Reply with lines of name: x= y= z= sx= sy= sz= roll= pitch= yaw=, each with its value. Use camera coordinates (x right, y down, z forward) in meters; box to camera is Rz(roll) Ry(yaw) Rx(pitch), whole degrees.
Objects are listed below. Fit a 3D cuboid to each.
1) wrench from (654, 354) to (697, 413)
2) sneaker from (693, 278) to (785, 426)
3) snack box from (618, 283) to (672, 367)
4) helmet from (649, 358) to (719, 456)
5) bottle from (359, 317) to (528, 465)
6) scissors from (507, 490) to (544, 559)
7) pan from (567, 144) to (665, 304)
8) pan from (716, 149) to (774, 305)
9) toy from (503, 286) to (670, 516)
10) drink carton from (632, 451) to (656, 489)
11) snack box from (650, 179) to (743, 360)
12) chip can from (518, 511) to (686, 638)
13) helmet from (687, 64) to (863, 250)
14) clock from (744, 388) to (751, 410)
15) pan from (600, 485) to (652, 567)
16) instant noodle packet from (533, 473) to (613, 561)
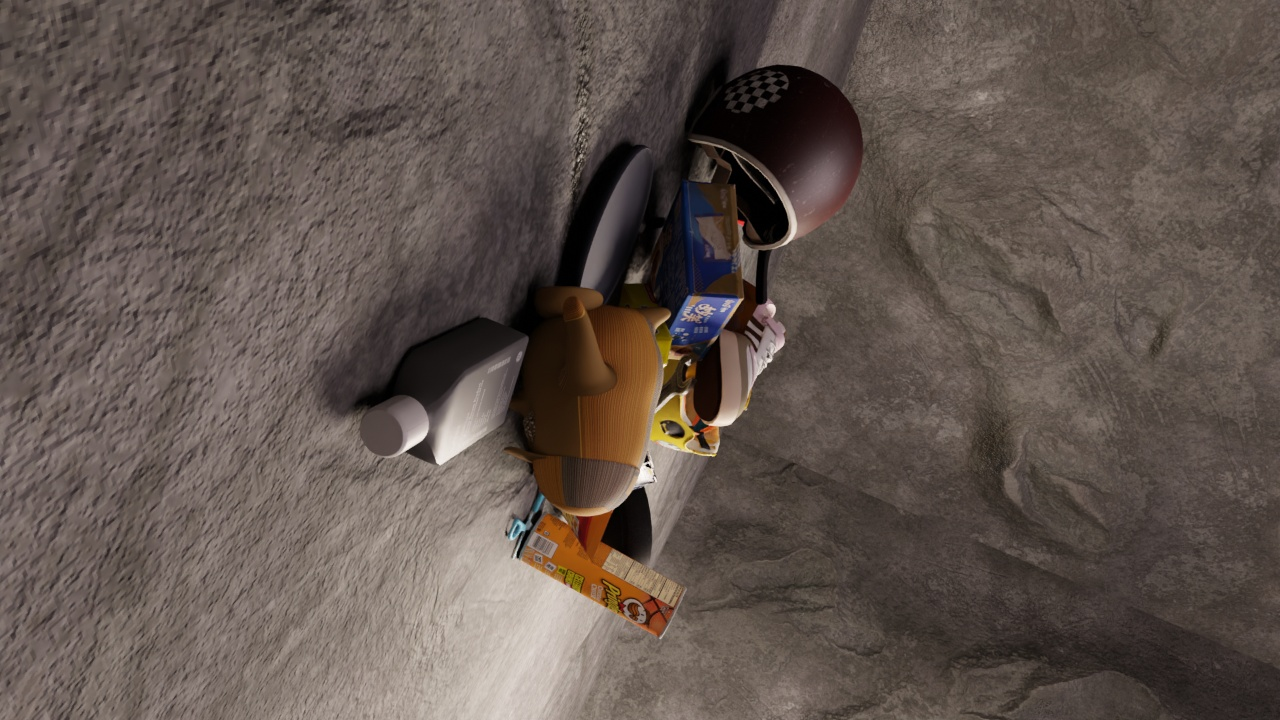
wrench: x=-0.011 y=0.086 z=1.247 sx=0.274 sy=0.010 sz=0.070 roll=-45 pitch=-143 yaw=33
sneaker: x=0.144 y=-0.007 z=1.254 sx=0.293 sy=0.116 sz=0.112 roll=-82 pitch=-172 yaw=-55
snack box: x=-0.007 y=0.007 z=1.189 sx=0.121 sy=0.045 sz=0.181 roll=-111 pitch=-153 yaw=-49
helmet: x=0.044 y=0.031 z=1.424 sx=0.240 sy=0.140 sz=0.208 roll=60 pitch=37 yaw=-51
bottle: x=-0.146 y=0.028 z=0.683 sx=0.173 sy=0.046 sz=0.084 roll=-40 pitch=151 yaw=-69
scissors: x=-0.142 y=0.199 z=1.171 sx=0.135 sy=0.015 sz=0.135 roll=-12 pitch=122 yaw=-78
pan: x=-0.014 y=-0.149 z=1.050 sx=0.355 sy=0.021 sz=0.199 roll=-40 pitch=151 yaw=-72
pan: x=0.200 y=-0.229 z=1.367 sx=0.067 sy=0.209 sz=0.355 roll=34 pitch=53 yaw=-45
toy: x=-0.056 y=0.045 z=0.870 sx=0.199 sy=0.162 sz=0.203 roll=69 pitch=23 yaw=-75
drink carton: x=-0.046 y=0.154 z=1.228 sx=0.064 sy=0.130 sz=0.040 roll=71 pitch=-1 yaw=-55
snack box: x=0.065 y=-0.107 z=1.154 sx=0.203 sy=0.069 sz=0.154 roll=117 pitch=-27 yaw=-66
chip can: x=-0.051 y=0.286 z=1.227 sx=0.075 sy=0.215 sz=0.075 roll=-61 pitch=174 yaw=-12
helmet: x=0.169 y=-0.260 z=1.224 sx=0.253 sy=0.234 sz=0.233 roll=-48 pitch=127 yaw=-18
clock: x=0.140 y=0.015 z=1.405 sx=0.152 sy=0.052 sz=0.113 roll=54 pitch=42 yaw=-61
pan: x=-0.042 y=0.161 z=1.330 sx=0.204 sy=0.044 sz=0.356 roll=16 pitch=-74 yaw=62
instant noodle packet: x=-0.062 y=0.100 z=1.018 sx=0.221 sy=0.032 sz=0.160 roll=38 pitch=-70 yaw=62
